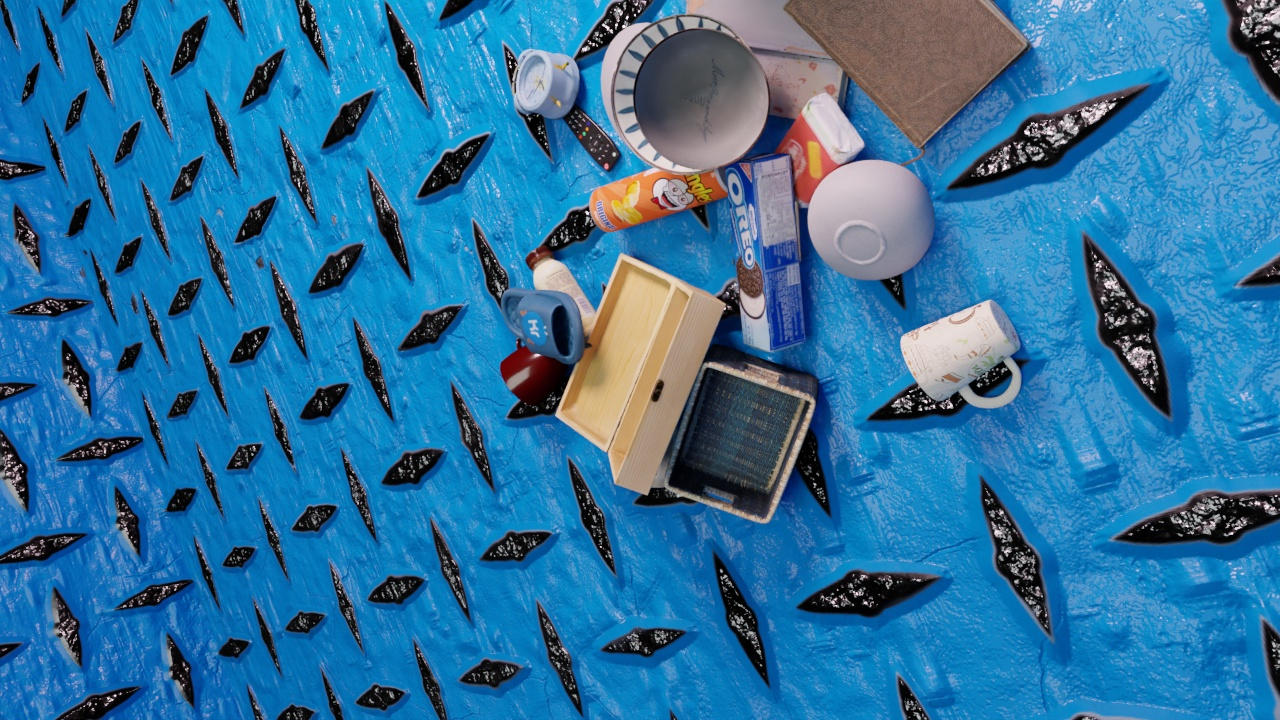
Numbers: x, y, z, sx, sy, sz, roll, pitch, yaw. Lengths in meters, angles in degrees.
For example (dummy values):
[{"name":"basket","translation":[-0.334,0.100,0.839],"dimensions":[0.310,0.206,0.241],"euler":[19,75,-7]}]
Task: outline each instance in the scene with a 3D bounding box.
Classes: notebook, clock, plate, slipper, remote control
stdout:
[{"name":"notebook","translation":[0.256,-0.327,0.943],"dimensions":[0.215,0.034,0.191],"euler":[46,128,1]},{"name":"clock","translation":[-0.138,-0.384,1.271],"dimensions":[0.125,0.051,0.089],"euler":[23,107,44]},{"name":"plate","translation":[0.009,-0.334,1.160],"dimensions":[0.173,0.019,0.173],"euler":[24,130,32]},{"name":"slipper","translation":[-0.143,-0.048,1.288],"dimensions":[0.214,0.059,0.104],"euler":[18,124,51]},{"name":"remote control","translation":[-0.071,-0.314,1.265],"dimensions":[0.124,0.010,0.039],"euler":[51,127,18]}]

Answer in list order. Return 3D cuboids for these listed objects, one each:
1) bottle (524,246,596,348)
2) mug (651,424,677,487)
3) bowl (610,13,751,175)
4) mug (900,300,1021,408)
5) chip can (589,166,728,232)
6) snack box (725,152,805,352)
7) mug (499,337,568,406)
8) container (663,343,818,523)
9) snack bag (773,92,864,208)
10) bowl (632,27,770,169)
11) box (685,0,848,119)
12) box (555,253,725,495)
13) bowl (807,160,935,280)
[{"name":"bottle","translation":[-0.110,-0.091,1.322],"dimensions":[0.057,0.056,0.162],"euler":[-45,71,37]},{"name":"mug","translation":[0.016,0.115,1.242],"dimensions":[0.111,0.085,0.104],"euler":[-158,74,-69]},{"name":"bowl","translation":[0.059,-0.311,1.077],"dimensions":[0.177,0.070,0.177],"euler":[4,108,13]},{"name":"mug","translation":[0.350,0.001,0.965],"dimensions":[0.097,0.080,0.122],"euler":[-33,100,32]},{"name":"chip can","translation":[0.031,-0.217,1.171],"dimensions":[0.211,0.062,0.062],"euler":[-10,94,41]},{"name":"snack box","translation":[0.147,-0.125,1.073],"dimensions":[0.059,0.059,0.226],"euler":[27,129,58]},{"name":"mug","translation":[-0.153,-0.003,1.373],"dimensions":[0.088,0.087,0.114],"euler":[-38,59,21]},{"name":"container","translation":[0.123,0.089,1.132],"dimensions":[0.145,0.071,0.188],"euler":[19,115,6]},{"name":"snack bag","translation":[0.194,-0.231,1.023],"dimensions":[0.077,0.036,0.116],"euler":[59,154,12]},{"name":"bowl","translation":[0.071,-0.288,1.011],"dimensions":[0.151,0.056,0.151],"euler":[4,109,13]},{"name":"box","translation":[0.145,-0.362,1.062],"dimensions":[0.216,0.042,0.149],"euler":[22,131,33]},{"name":"box","translation":[-0.001,0.009,1.179],"dimensions":[0.261,0.096,0.247],"euler":[35,105,55]},{"name":"bowl","translation":[0.242,-0.141,0.979],"dimensions":[0.132,0.064,0.132],"euler":[17,135,17]}]
